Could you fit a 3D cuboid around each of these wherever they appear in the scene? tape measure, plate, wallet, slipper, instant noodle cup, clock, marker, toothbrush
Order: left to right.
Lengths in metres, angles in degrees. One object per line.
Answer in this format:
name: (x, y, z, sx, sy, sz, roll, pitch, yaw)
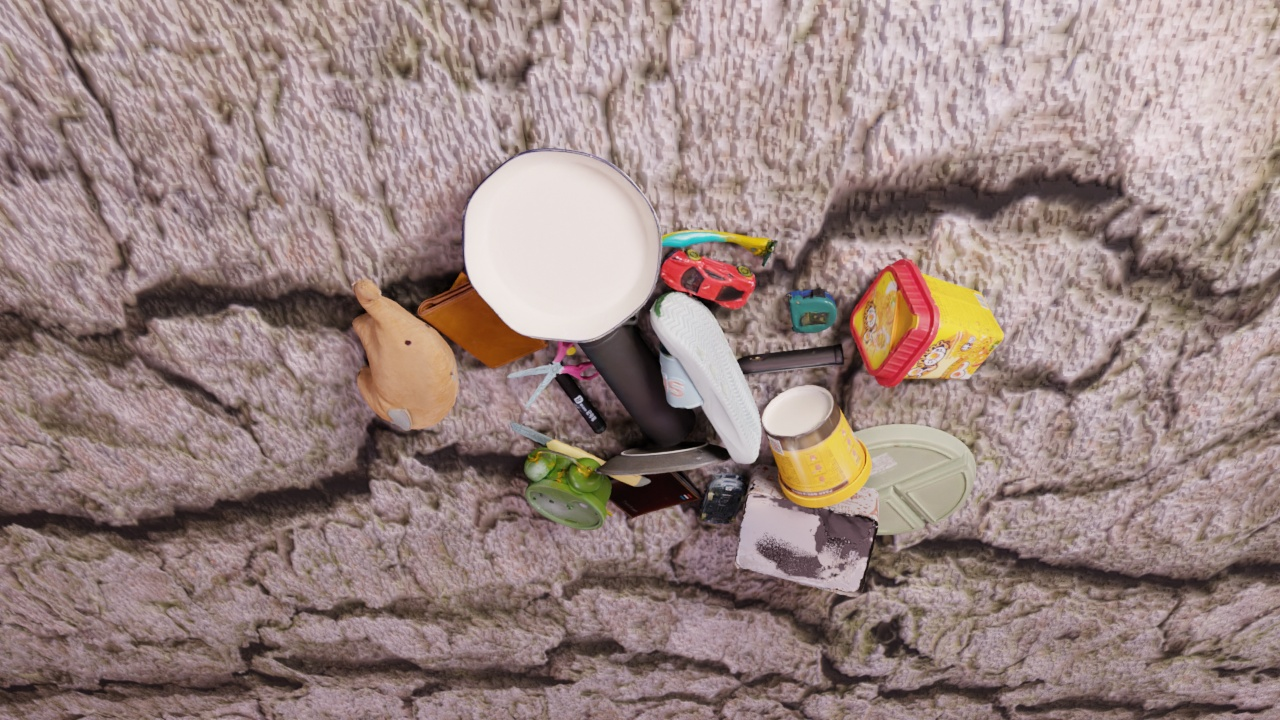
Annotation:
marker: (-0.187, -0.105, 1.031, 0.018, 0.015, 0.124, 24, 132, -21)
wallet: (-0.171, -0.045, 1.067, 0.119, 0.035, 0.130, -24, 139, 21)
plate: (-0.080, -0.120, 0.947, 0.205, 0.045, 0.205, 3, 112, 6)
clock: (-0.098, 0.170, 1.247, 0.116, 0.056, 0.161, 9, 145, 19)
marker: (-0.080, 0.047, 1.171, 0.020, 0.022, 0.132, -21, 131, 14)
wallet: (0.012, 0.184, 1.304, 0.122, 0.020, 0.096, -21, 130, 25)
plate: (0.031, 0.122, 1.170, 0.179, 0.024, 0.179, -6, 179, 0)
slipper: (0.071, 0.024, 1.068, 0.074, 0.103, 0.245, -16, 122, 25)
toothbrush: (0.138, 0.006, 1.111, 0.213, 0.026, 0.027, -7, 135, 15)
instant noodle cup: (0.214, 0.103, 1.144, 0.119, 0.118, 0.114, -17, 124, 20)
tape measure: (0.196, -0.055, 1.046, 0.054, 0.025, 0.058, -7, 135, 12)
plate: (0.344, 0.171, 1.261, 0.230, 0.027, 0.231, 2, 134, 2)
instant noodle cup: (0.315, -0.035, 1.006, 0.123, 0.116, 0.116, 7, 136, -20)

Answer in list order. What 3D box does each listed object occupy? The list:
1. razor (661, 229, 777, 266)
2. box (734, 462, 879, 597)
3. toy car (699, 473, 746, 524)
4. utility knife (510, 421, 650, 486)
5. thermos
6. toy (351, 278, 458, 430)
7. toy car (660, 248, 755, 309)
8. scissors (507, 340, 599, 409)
razor: (0.078, -0.125, 0.983, 0.132, 0.028, 0.043, 4, 166, -3)
box: (0.226, 0.261, 1.270, 0.179, 0.132, 0.272, 11, 144, 12)
toy car: (0.116, 0.198, 1.298, 0.054, 0.036, 0.121, 6, 145, -2)
utility knife: (-0.084, 0.130, 1.248, 0.208, 0.021, 0.031, 21, 134, -13)
thermos: (-0.006, 0.006, 1.086, 0.090, 0.068, 0.242, -3, 138, 34)
toy: (-0.280, -0.009, 1.084, 0.143, 0.082, 0.226, 16, 136, 7)
toy car: (0.073, -0.089, 1.018, 0.106, 0.031, 0.049, 18, 132, -11)
scissors: (-0.096, 0.009, 1.106, 0.131, 0.017, 0.133, 24, 107, -45)
